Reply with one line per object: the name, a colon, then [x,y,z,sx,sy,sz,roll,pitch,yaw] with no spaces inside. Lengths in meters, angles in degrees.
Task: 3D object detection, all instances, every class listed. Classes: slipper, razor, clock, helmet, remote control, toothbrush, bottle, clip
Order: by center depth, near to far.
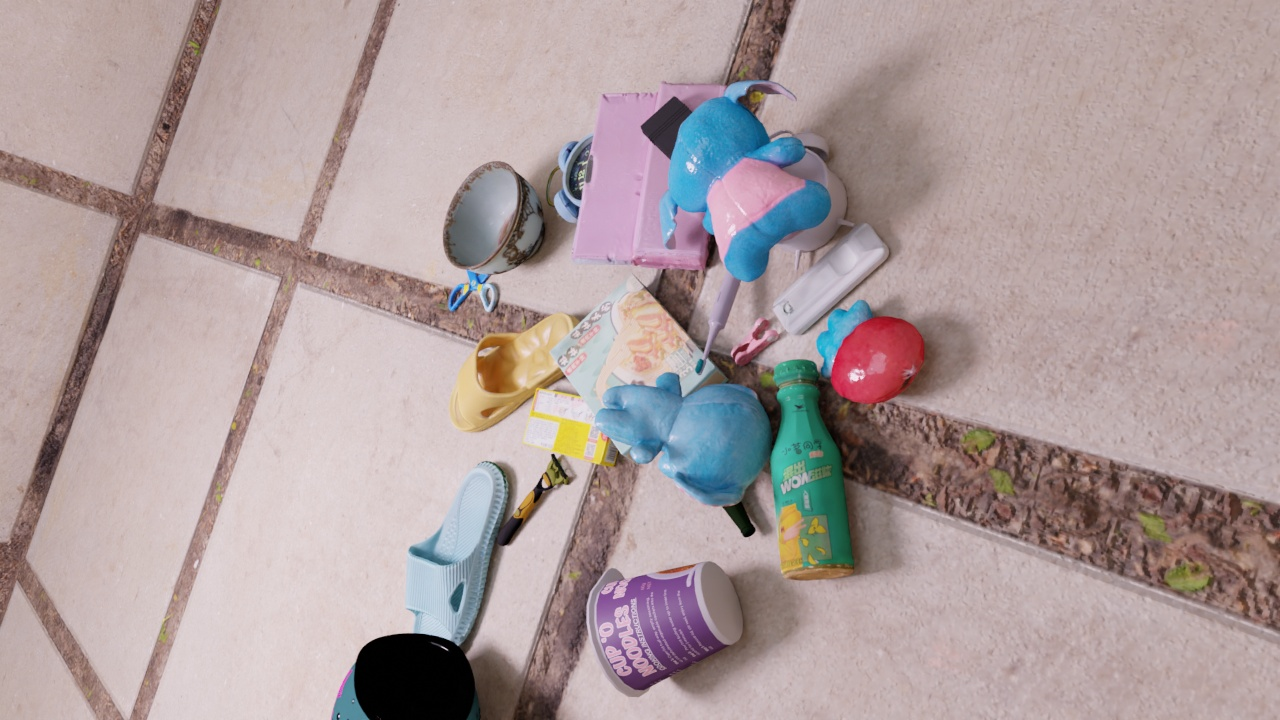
bottle: [0.160,0.102,0.883,0.068,0.068,0.209,-19,64,37]
remote control: [0.193,-0.084,0.947,0.134,0.022,0.050,-44,51,23]
bottle: [0.085,0.134,0.966,0.033,0.033,0.123,-48,50,20]
clock: [0.158,-0.184,0.987,0.120,0.061,0.159,-39,54,27]
clip: [0.121,-0.024,0.994,0.060,0.023,0.045,-26,55,32]
toothbrush: [0.093,-0.068,1.005,0.018,0.019,0.187,4,65,41]
helmet: [-0.271,0.462,1.062,0.275,0.176,0.200,-142,59,-67]
remote control: [0.063,-0.246,1.070,0.058,0.013,0.133,-41,73,0]
razor: [-0.141,0.184,1.168,0.144,0.021,0.044,-53,48,19]
clock: [-0.059,-0.239,1.206,0.162,0.060,0.118,-10,70,37]
slipper: [-0.250,0.263,1.209,0.116,0.069,0.276,16,87,41]
slipper: [-0.185,0.010,1.227,0.264,0.078,0.099,-28,56,33]

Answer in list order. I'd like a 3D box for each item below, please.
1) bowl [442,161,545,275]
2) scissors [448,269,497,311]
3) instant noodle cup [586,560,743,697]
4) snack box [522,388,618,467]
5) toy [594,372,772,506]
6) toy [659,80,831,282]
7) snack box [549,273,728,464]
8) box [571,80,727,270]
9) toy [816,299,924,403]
bowl: [-0.191,-0.187,1.286,0.160,0.093,0.159,-16,65,38]
scissors: [-0.246,-0.113,1.369,0.126,0.013,0.126,-46,54,23]
instant noodle cup: [0.030,0.255,0.930,0.122,0.122,0.136,-27,50,23]
snack box: [-0.083,0.082,1.144,0.152,0.025,0.075,9,82,44]
toy: [0.043,0.080,0.932,0.181,0.115,0.182,10,41,8]
toy: [0.093,-0.174,0.950,0.225,0.098,0.191,-50,56,33]
snack box: [-0.006,0.006,1.069,0.141,0.044,0.193,-43,50,6]
box: [0.010,-0.224,1.105,0.179,0.040,0.232,4,78,18]
toy: [0.215,-0.007,0.880,0.092,0.062,0.133,-52,31,6]
